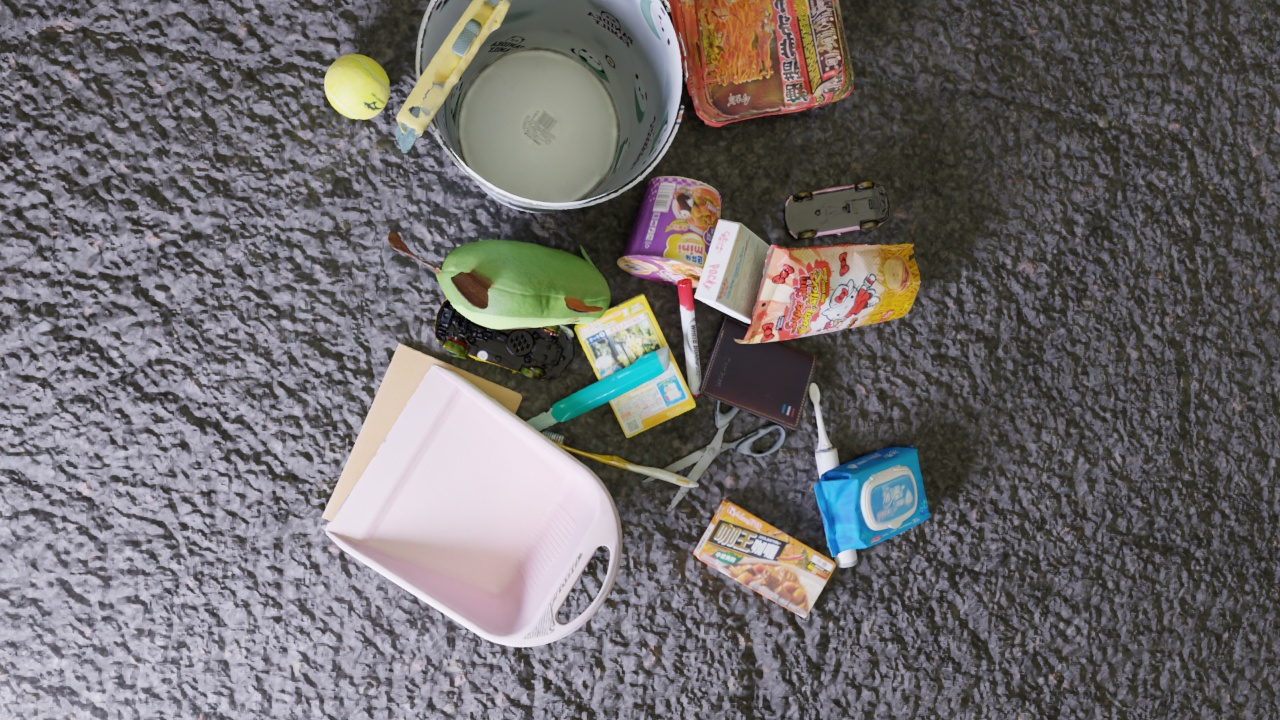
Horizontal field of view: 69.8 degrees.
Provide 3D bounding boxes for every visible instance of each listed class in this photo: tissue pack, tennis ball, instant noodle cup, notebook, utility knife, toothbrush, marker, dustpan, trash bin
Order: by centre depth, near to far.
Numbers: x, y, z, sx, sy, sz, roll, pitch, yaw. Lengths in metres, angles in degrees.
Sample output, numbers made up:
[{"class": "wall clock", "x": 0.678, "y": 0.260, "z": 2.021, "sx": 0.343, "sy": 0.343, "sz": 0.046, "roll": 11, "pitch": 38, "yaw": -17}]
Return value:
[{"class": "utility knife", "x": -0.154, "y": -0.242, "z": 0.750, "sx": 0.031, "sy": 0.018, "sz": 0.165, "roll": 33, "pitch": 93, "yaw": -1}, {"class": "trash bin", "x": -0.093, "y": -0.247, "z": 0.891, "sx": 0.229, "sy": 0.252, "sz": 0.229, "roll": 0, "pitch": 92, "yaw": -10}, {"class": "tennis ball", "x": -0.293, "y": -0.283, "z": 0.951, "sx": 0.065, "sy": 0.065, "sz": 0.065, "roll": 0, "pitch": 93, "yaw": -9}, {"class": "dustpan", "x": -0.159, "y": 0.161, "z": 0.952, "sx": 0.273, "sy": 0.139, "sz": 0.222, "roll": 30, "pitch": 88, "yaw": -16}, {"class": "instant noodle cup", "x": 0.039, "y": -0.140, "z": 0.997, "sx": 0.111, "sy": 0.112, "sz": 0.099, "roll": 14, "pitch": 81, "yaw": -10}, {"class": "utility knife", "x": -0.055, "y": 0.039, "z": 1.006, "sx": 0.205, "sy": 0.013, "sz": 0.029, "roll": -27, "pitch": 97, "yaw": 11}, {"class": "instant noodle cup", "x": 0.127, "y": -0.346, "z": 1.009, "sx": 0.188, "sy": 0.079, "sz": 0.164, "roll": -12, "pitch": 94, "yaw": -9}, {"class": "notebook", "x": -0.238, "y": 0.104, "z": 1.009, "sx": 0.148, "sy": 0.008, "sz": 0.207, "roll": 24, "pitch": 89, "yaw": -10}, {"class": "marker", "x": 0.055, "y": -0.023, "z": 1.015, "sx": 0.017, "sy": 0.017, "sz": 0.145, "roll": -13, "pitch": 121, "yaw": -8}, {"class": "toothbrush", "x": -0.023, "y": 0.112, "z": 1.037, "sx": 0.191, "sy": 0.016, "sz": 0.018, "roll": 17, "pitch": 85, "yaw": -6}, {"class": "tissue pack", "x": 0.268, "y": 0.159, "z": 1.053, "sx": 0.156, "sy": 0.052, "sz": 0.095, "roll": -15, "pitch": 96, "yaw": -29}, {"class": "toothbrush", "x": 0.222, "y": 0.133, "z": 1.075, "sx": 0.027, "sy": 0.026, "sz": 0.221, "roll": -12, "pitch": 95, "yaw": 0}]

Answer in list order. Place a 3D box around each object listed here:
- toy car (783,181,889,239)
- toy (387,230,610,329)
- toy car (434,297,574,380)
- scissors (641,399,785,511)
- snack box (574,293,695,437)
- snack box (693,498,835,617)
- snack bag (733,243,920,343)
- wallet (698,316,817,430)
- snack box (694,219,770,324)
[{"class": "toy car", "x": 0.225, "y": -0.173, "z": 1.056, "sx": 0.122, "sy": 0.037, "sz": 0.056, "roll": -8, "pitch": 91, "yaw": 4}, {"class": "toy", "x": -0.122, "y": -0.076, "z": 0.924, "sx": 0.246, "sy": 0.227, "sz": 0.090, "roll": 3, "pitch": 107, "yaw": -46}, {"class": "toy car", "x": -0.148, "y": -0.024, "z": 1.000, "sx": 0.156, "sy": 0.041, "sz": 0.071, "roll": 18, "pitch": 90, "yaw": -8}, {"class": "scissors", "x": 0.088, "y": 0.099, "z": 1.059, "sx": 0.174, "sy": 0.014, "sz": 0.159, "roll": 4, "pitch": 93, "yaw": -8}, {"class": "snack box", "x": -0.006, "y": 0.006, "z": 1.024, "sx": 0.087, "sy": 0.033, "sz": 0.140, "roll": -26, "pitch": 98, "yaw": 2}, {"class": "snack box", "x": 0.145, "y": 0.230, "z": 1.068, "sx": 0.153, "sy": 0.026, "sz": 0.075, "roll": 31, "pitch": 87, "yaw": -9}, {"class": "snack bag", "x": 0.207, "y": -0.076, "z": 1.007, "sx": 0.207, "sy": 0.073, "sz": 0.129, "roll": -9, "pitch": 135, "yaw": -30}, {"class": "wallet", "x": 0.135, "y": 0.015, "z": 1.050, "sx": 0.122, "sy": 0.020, "sz": 0.096, "roll": 22, "pitch": 72, "yaw": -9}, {"class": "snack box", "x": 0.111, "y": -0.090, "z": 0.989, "sx": 0.027, "sy": 0.156, "sz": 0.084, "roll": 18, "pitch": 90, "yaw": 28}]
